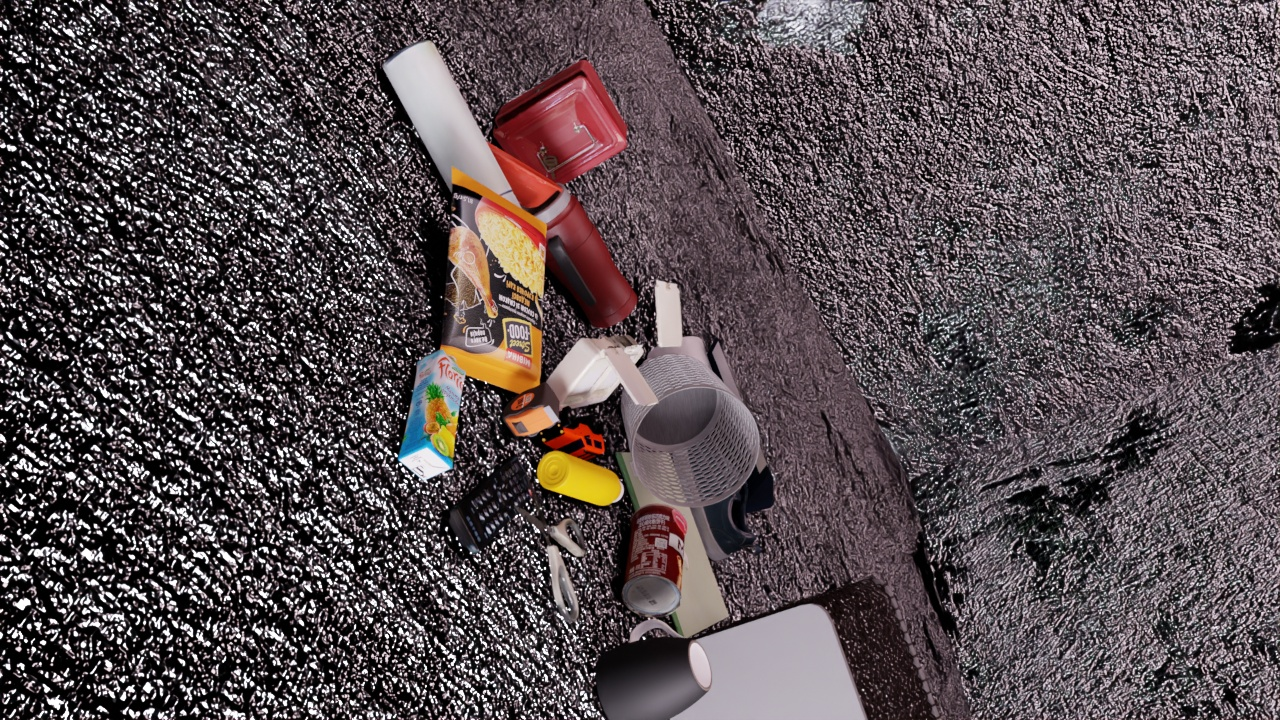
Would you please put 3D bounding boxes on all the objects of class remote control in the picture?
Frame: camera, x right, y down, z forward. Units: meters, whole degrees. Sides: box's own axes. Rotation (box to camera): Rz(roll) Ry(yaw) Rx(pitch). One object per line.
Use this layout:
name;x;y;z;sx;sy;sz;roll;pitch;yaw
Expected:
remote control;-0.142;0.136;0.877;0.047;0.022;0.150;64;18;-5

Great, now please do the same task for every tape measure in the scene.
tape measure;-0.114;0.058;0.980;0.038;0.059;0.058;58;11;-24

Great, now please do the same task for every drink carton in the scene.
drink carton;-0.188;0.046;0.833;0.044;0.039;0.128;50;24;-37

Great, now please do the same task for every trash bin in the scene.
trash bin;0.054;0.081;1.195;0.156;0.156;0.183;59;1;-18

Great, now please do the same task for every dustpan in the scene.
dustpan;0.159;0.127;1.493;0.274;0.080;0.236;112;-35;-55

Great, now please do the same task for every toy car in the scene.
toy car;-0.079;0.088;1.047;0.100;0.051;0.048;27;42;-62

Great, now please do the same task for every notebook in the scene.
notebook;0.045;0.243;1.252;0.181;0.010;0.252;13;55;-66

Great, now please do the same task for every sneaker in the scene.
sneaker;0.115;0.185;1.381;0.089;0.087;0.235;25;45;-61

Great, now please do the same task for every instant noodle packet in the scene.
instant noodle packet;-0.156;-0.080;1.004;0.159;0.032;0.220;25;60;-53

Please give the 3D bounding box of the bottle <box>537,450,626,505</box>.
bottle;-0.061;0.138;1.046;0.143;0.043;0.043;32;38;-57

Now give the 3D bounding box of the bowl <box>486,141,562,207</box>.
bowl;-0.165;-0.231;1.158;0.130;0.045;0.130;31;9;-6

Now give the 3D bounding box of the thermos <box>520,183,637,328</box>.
thermos;-0.085;-0.133;1.244;0.198;0.084;0.107;55;21;-33

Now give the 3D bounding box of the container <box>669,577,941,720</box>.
container;0.191;0.414;1.086;0.243;0.248;0.245;19;50;-60

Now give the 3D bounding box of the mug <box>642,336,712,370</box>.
mug;0.054;0.023;1.432;0.121;0.091;0.090;-4;67;-34

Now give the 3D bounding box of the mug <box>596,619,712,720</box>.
mug;0.019;0.317;0.958;0.085;0.100;0.118;55;22;-28

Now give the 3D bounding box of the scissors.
scissors;-0.087;0.187;0.942;0.157;0.013;0.171;18;57;-75

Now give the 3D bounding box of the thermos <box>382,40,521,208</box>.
thermos;-0.216;-0.253;1.072;0.230;0.068;0.067;63;20;-10

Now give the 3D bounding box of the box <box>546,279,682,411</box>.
box;-0.006;0.006;1.088;0.105;0.188;0.143;44;21;14

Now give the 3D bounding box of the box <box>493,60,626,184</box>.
box;-0.111;-0.327;1.296;0.129;0.158;0.087;57;16;-27

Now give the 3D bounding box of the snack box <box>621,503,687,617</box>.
snack box;0.018;0.237;1.094;0.072;0.072;0.121;56;22;-26
